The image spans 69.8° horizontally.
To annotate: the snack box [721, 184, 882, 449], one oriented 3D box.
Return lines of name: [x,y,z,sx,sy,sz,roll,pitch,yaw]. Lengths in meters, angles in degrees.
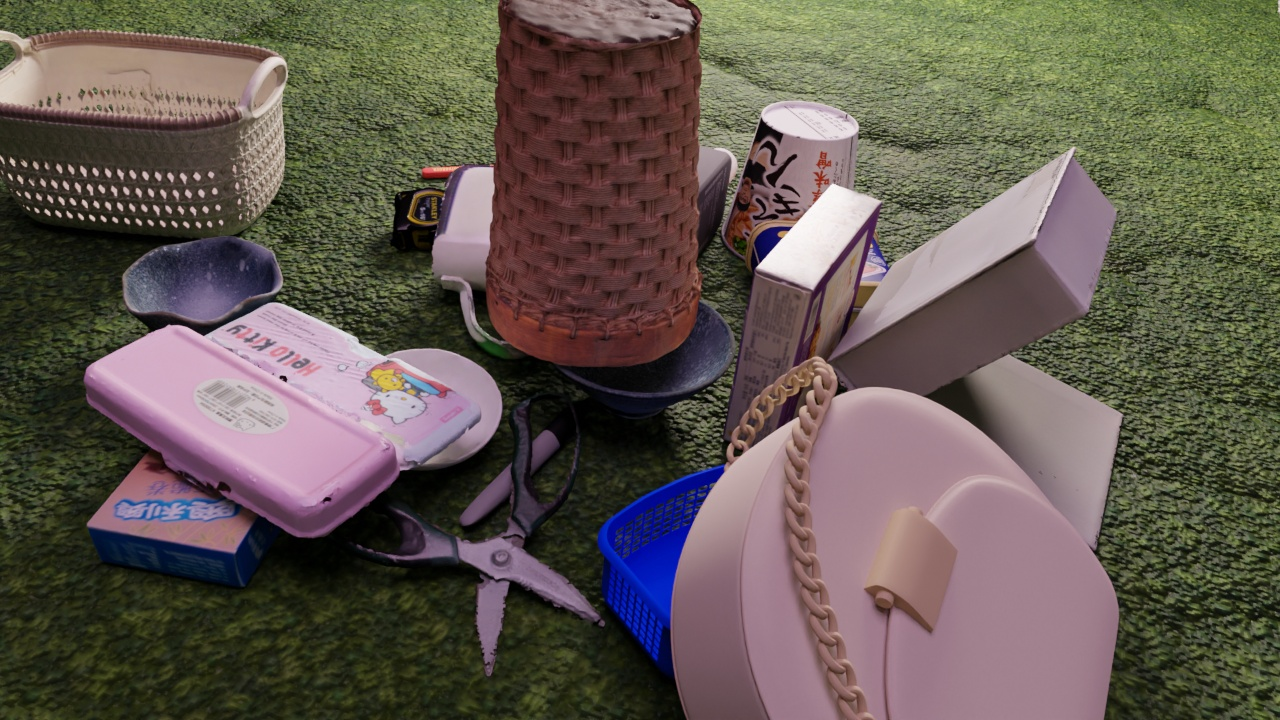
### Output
snack box: [0.114,-0.029,0.644,0.040,0.144,0.147,22,40,20]

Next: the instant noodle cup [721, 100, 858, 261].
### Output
instant noodle cup: [0.144,-0.163,0.841,0.123,0.122,0.123,4,37,-3]

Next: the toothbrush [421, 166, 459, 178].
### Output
toothbrush: [-0.116,-0.202,0.943,0.212,0.018,0.012,-6,39,-15]

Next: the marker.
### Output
marker: [-0.075,0.065,0.605,0.022,0.016,0.138,-7,26,39]

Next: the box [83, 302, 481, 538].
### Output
box: [-0.217,0.021,0.563,0.201,0.038,0.152,24,41,22]

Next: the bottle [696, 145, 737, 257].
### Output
bottle: [0.048,-0.149,0.844,0.046,0.084,0.173,17,38,14]

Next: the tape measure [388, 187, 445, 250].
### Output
tape measure: [-0.190,-0.125,0.820,0.061,0.034,0.061,-3,50,-4]

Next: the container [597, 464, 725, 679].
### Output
container: [0.039,0.118,0.512,0.114,0.058,0.096,-21,45,-30]

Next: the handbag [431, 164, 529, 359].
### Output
handbag: [-0.095,-0.070,0.749,0.151,0.074,0.175,6,56,2]

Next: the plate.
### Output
plate: [-0.145,0.037,0.614,0.104,0.026,0.104,6,44,-6]

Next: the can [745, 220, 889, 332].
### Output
can: [0.154,-0.069,0.775,0.116,0.057,0.092,2,39,-5]

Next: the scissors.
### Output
scissors: [-0.092,0.081,0.556,0.202,0.015,0.202,27,47,11]

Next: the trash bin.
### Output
trash bin: [-0.025,-0.121,0.594,0.151,0.211,0.151,4,38,-3]

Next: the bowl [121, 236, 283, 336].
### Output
bowl: [-0.319,-0.043,0.678,0.110,0.055,0.110,4,37,-3]

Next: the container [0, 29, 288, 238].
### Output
container: [-0.433,-0.201,0.797,0.246,0.143,0.184,6,37,-1]

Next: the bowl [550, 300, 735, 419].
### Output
bowl: [-0.004,0.004,0.657,0.137,0.057,0.136,4,37,-3]

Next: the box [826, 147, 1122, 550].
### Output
box: [0.282,0.080,0.679,0.174,0.422,0.167,-6,26,37]

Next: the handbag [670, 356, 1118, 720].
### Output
handbag: [0.118,0.126,0.432,0.208,0.104,0.210,39,52,-6]

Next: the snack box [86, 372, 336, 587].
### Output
snack box: [-0.250,0.064,0.564,0.087,0.034,0.151,9,37,4]
